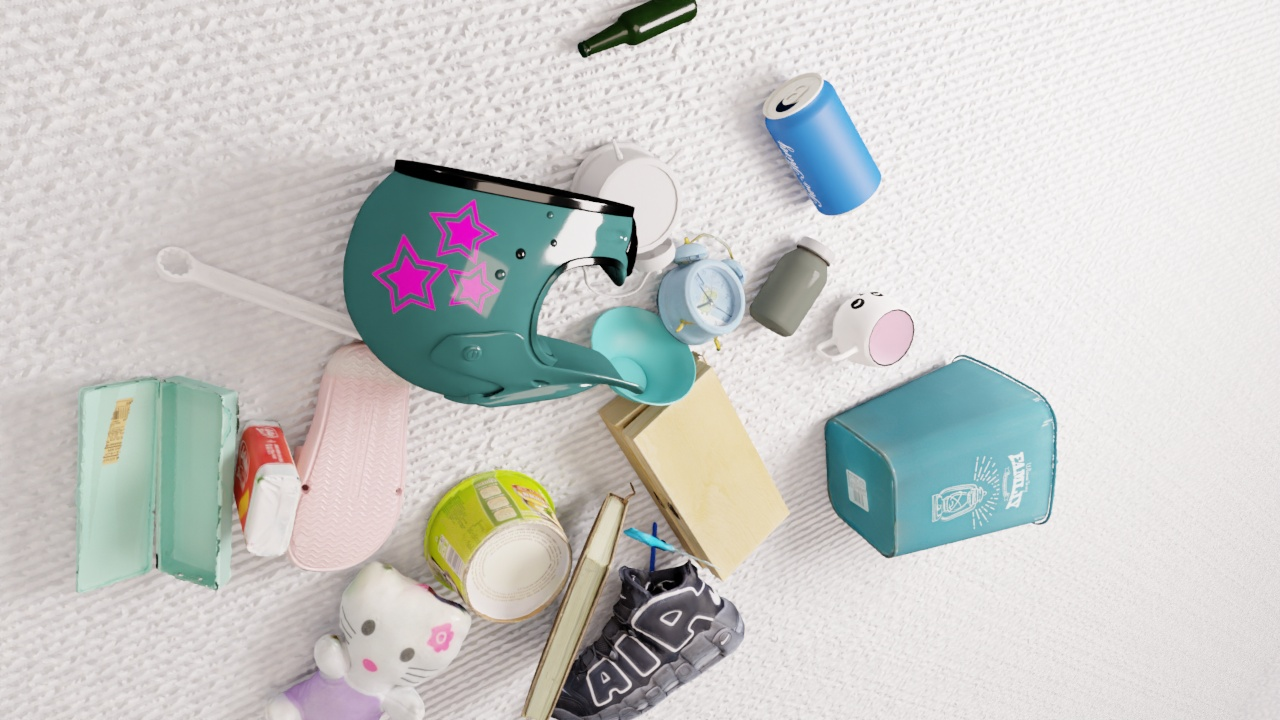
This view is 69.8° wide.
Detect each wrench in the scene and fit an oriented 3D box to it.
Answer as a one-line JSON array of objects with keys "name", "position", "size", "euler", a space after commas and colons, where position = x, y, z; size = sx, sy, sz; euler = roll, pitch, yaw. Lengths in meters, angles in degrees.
[{"name": "wrench", "position": [-0.285, -0.040, 0.815], "size": [0.273, 0.009, 0.047], "euler": [22, 53, -32]}]

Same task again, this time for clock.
[{"name": "clock", "position": [0.069, -0.076, 0.980], "size": [0.088, 0.052, 0.124], "euler": [23, 69, -28]}, {"name": "clock", "position": [-0.017, -0.141, 0.917], "size": [0.119, 0.061, 0.159], "euler": [1, 113, -30]}]

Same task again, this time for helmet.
[{"name": "helmet", "position": [-0.120, -0.055, 0.809], "size": [0.274, 0.176, 0.200], "euler": [7, 103, -23]}]

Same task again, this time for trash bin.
[{"name": "trash bin", "position": [0.369, 0.129, 1.165], "size": [0.218, 0.199, 0.197], "euler": [-16, 115, -17]}]

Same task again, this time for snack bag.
[{"name": "snack bag", "position": [-0.327, 0.109, 0.798], "size": [0.036, 0.116, 0.077], "euler": [7, 107, -32]}]

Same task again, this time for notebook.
[{"name": "notebook", "position": [-0.064, 0.253, 0.997], "size": [0.034, 0.189, 0.216], "euler": [21, 109, 1]}]

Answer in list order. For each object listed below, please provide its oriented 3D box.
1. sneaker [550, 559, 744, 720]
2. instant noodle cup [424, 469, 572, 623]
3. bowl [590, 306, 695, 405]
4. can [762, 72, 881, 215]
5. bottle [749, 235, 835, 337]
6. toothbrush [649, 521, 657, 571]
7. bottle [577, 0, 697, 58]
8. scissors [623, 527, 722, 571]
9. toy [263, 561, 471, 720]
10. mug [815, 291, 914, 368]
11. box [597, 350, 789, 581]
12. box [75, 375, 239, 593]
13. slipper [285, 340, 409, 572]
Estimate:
[{"name": "sneaker", "position": [-0.014, 0.316, 1.069], "size": [0.252, 0.097, 0.151], "euler": [-28, 105, -6]}, {"name": "instant noodle cup", "position": [-0.140, 0.196, 0.947], "size": [0.146, 0.098, 0.146], "euler": [-11, 113, -26]}, {"name": "bowl", "position": [-0.006, 0.005, 0.968], "size": [0.121, 0.121, 0.046], "euler": [2, 147, -30]}, {"name": "can", "position": [0.197, -0.229, 0.988], "size": [0.079, 0.079, 0.146], "euler": [-46, 124, -7]}, {"name": "bottle", "position": [0.174, -0.084, 1.042], "size": [0.060, 0.060, 0.108], "euler": [32, 91, -34]}, {"name": "toothbrush", "position": [0.011, 0.283, 1.119], "size": [0.011, 0.016, 0.187], "euler": [-6, 110, -25]}, {"name": "bottle", "position": [-0.004, -0.317, 0.869], "size": [0.122, 0.033, 0.033], "euler": [-30, 120, -16]}, {"name": "scissors", "position": [0.035, 0.213, 1.043], "size": [0.127, 0.127, 0.014], "euler": [22, 79, -9]}, {"name": "toy", "position": [-0.265, 0.304, 0.918], "size": [0.137, 0.085, 0.209], "euler": [37, 96, -1]}, {"name": "mug", "position": [0.263, -0.031, 1.103], "size": [0.123, 0.076, 0.090], "euler": [-26, 119, -19]}, {"name": "box", "position": [0.070, 0.124, 1.049], "size": [0.128, 0.092, 0.249], "euler": [-35, 123, -10]}, {"name": "box", "position": [-0.406, 0.110, 0.773], "size": [0.112, 0.078, 0.187], "euler": [-8, 113, -52]}, {"name": "slipper", "position": [-0.271, 0.091, 0.860], "size": [0.106, 0.056, 0.221], "euler": [11, 92, -33]}]
